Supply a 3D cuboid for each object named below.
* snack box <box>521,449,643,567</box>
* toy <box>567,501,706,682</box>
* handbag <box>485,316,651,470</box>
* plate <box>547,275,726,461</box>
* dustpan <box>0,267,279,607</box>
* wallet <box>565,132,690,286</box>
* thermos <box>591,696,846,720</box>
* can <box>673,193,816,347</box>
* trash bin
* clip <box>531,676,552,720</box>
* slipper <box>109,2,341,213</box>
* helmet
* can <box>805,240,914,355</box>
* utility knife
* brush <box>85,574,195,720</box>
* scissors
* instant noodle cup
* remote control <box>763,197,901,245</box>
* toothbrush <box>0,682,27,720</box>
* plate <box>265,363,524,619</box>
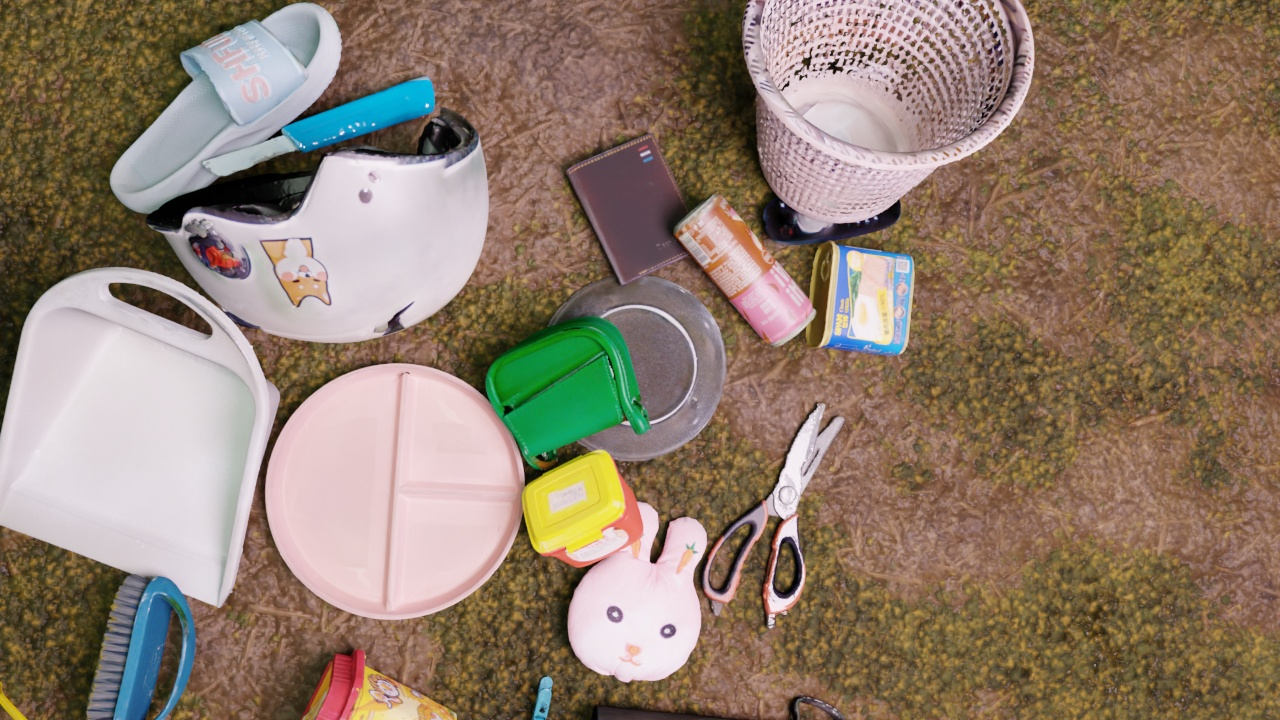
[{"bbox_3d":[-0.047,0.137,0.814,0.091,0.080,0.082,-27,50,9],"label":"snack box"},{"bbox_3d":[0.001,0.213,0.844,0.121,0.054,0.159,17,78,-5],"label":"toy"},{"bbox_3d":[-0.065,0.028,0.821,0.131,0.068,0.120,-21,98,13],"label":"handbag"},{"bbox_3d":[-0.005,0.005,0.864,0.179,0.024,0.179,0,87,-6],"label":"plate"},{"bbox_3d":[-0.422,0.059,0.762,0.222,0.143,0.257,22,84,-4],"label":"dustpan"},{"bbox_3d":[-0.003,-0.143,0.870,0.096,0.020,0.122,-26,90,-15],"label":"wallet"},{"bbox_3d":[0.075,0.352,0.843,0.242,0.069,0.089,7,54,-7],"label":"thermos"},{"bbox_3d":[0.097,-0.084,0.855,0.058,0.058,0.147,-42,98,-6],"label":"can"},{"bbox_3d":[0.189,-0.225,0.796,0.227,0.192,0.227,0,74,-2],"label":"trash bin"},{"bbox_3d":[-0.091,0.321,0.843,0.013,0.038,0.055,13,96,-4],"label":"clip"},{"bbox_3d":[-0.370,-0.229,0.797,0.245,0.074,0.104,-43,59,-3],"label":"slipper"},{"bbox_3d":[-0.244,-0.095,0.757,0.274,0.229,0.157,-12,110,17],"label":"helmet"},{"bbox_3d":[0.209,-0.057,0.873,0.083,0.057,0.102,7,87,-8],"label":"can"},{"bbox_3d":[-0.279,-0.206,0.816,0.215,0.018,0.034,-28,95,-26],"label":"utility knife"},{"bbox_3d":[-0.426,0.259,0.794,0.073,0.055,0.144,10,86,-4],"label":"brush"},{"bbox_3d":[0.141,0.151,0.878,0.202,0.015,0.204,-21,89,-6],"label":"scissors"},{"bbox_3d":[-0.228,0.329,0.789,0.123,0.116,0.116,28,85,-15],"label":"instant noodle cup"},{"bbox_3d":[0.184,-0.141,0.889,0.136,0.024,0.053,-10,85,-6],"label":"remote control"},{"bbox_3d":[-0.518,0.344,0.800,0.015,0.016,0.190,-40,92,-6],"label":"toothbrush"},{"bbox_3d":[-0.220,0.118,0.835,0.229,0.028,0.229,0,89,-6],"label":"plate"}]
